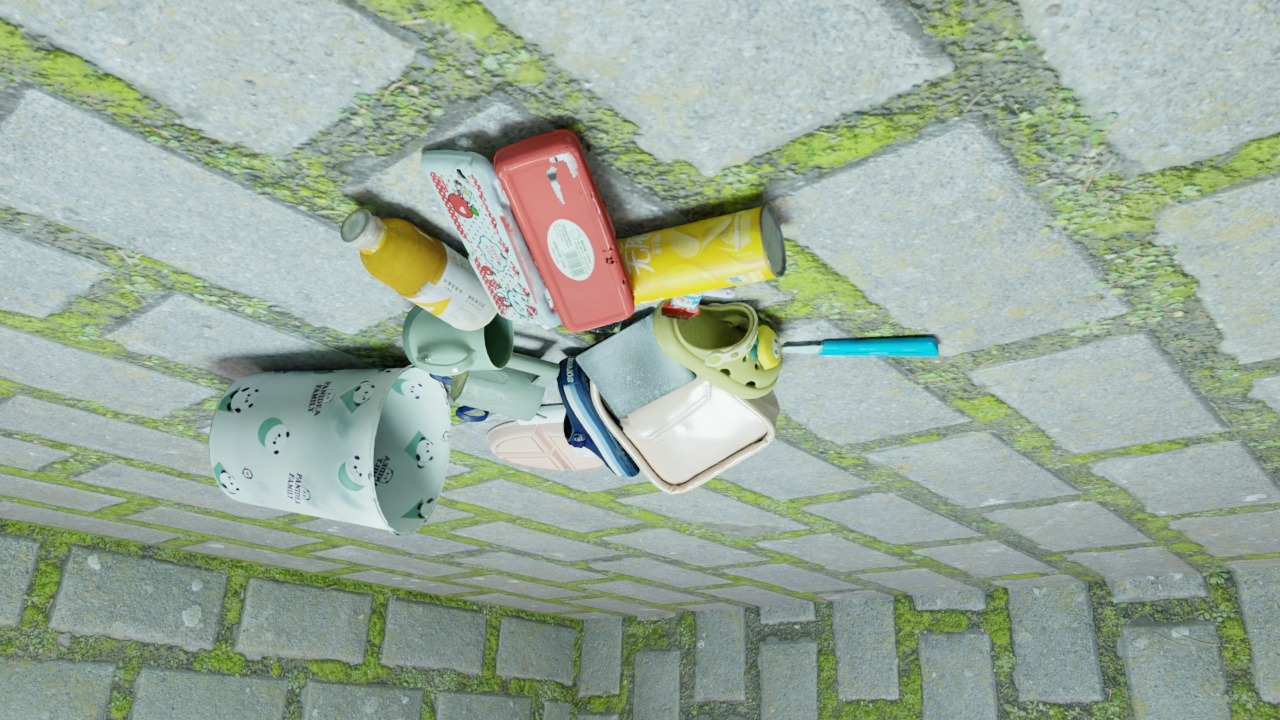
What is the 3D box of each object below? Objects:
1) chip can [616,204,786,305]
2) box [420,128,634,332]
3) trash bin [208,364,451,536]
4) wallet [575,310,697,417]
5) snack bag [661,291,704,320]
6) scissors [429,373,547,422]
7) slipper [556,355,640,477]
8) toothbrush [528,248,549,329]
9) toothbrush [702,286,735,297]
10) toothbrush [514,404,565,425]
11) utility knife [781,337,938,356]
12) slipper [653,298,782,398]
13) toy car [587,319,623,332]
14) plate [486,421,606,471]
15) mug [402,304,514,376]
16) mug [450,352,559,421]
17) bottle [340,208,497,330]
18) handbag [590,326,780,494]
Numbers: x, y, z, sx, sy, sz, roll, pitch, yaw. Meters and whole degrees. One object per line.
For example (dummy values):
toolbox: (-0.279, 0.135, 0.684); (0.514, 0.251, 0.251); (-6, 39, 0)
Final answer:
chip can: (0.030, -0.094, 0.890); (0.214, 0.072, 0.072); (-9, 155, 24)
box: (-0.098, -0.108, 0.827); (0.161, 0.060, 0.201); (-4, 135, 18)
trash bin: (-0.421, 0.112, 1.254); (0.252, 0.229, 0.230); (3, 158, 14)
wallet: (-0.006, 0.006, 1.095); (0.121, 0.019, 0.097); (-28, 104, 26)
snack bag: (0.056, -0.082, 0.956); (0.045, 0.026, 0.106); (11, 136, -12)
scissors: (-0.209, 0.051, 1.241); (0.176, 0.012, 0.162); (25, -162, -3)
slipper: (-0.067, 0.086, 1.255); (0.095, 0.105, 0.253); (-8, 145, 16)
toothbrush: (-0.115, -0.073, 1.020); (0.016, 0.018, 0.192); (3, 157, 3)
toothbrush: (0.011, -0.083, 0.987); (0.189, 0.029, 0.021); (5, -162, -9)
toothbrush: (-0.083, 0.075, 1.360); (0.221, 0.026, 0.026); (-6, 151, 18)
utility knife: (0.267, -0.015, 1.123); (0.191, 0.018, 0.034); (-1, 158, 11)
slipper: (0.101, -0.020, 1.039); (0.190, 0.091, 0.082); (23, 148, -33)
toy car: (-0.041, -0.057, 1.034); (0.049, 0.031, 0.106); (8, 163, -9)
plate: (-0.143, 0.148, 1.536); (0.229, 0.028, 0.230); (2, 157, 1)
mug: (-0.212, -0.020, 1.040); (0.106, 0.111, 0.082); (-2, 127, 15)
mug: (-0.174, 0.020, 1.169); (0.103, 0.083, 0.124); (15, 151, -23)
bottle: (-0.219, -0.092, 0.923); (0.068, 0.068, 0.189); (-10, 154, 28)
handbag: (0.038, 0.047, 1.151); (0.234, 0.093, 0.194); (40, 121, -22)
